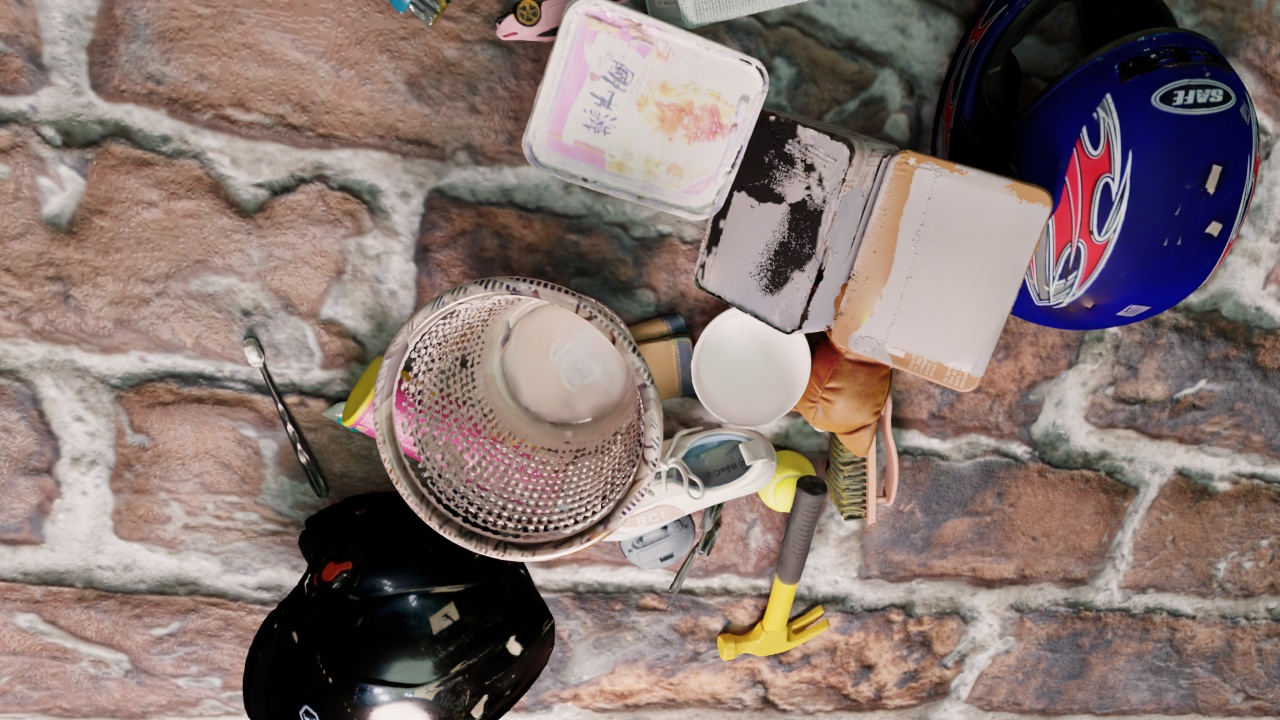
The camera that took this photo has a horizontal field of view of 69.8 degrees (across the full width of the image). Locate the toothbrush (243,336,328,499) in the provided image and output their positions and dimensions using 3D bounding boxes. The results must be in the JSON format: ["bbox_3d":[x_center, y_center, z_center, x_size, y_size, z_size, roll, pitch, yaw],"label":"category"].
[{"bbox_3d":[-0.330,0.059,0.860,0.015,0.018,0.181,-19,119,-8],"label":"toothbrush"}]

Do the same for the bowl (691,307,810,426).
[{"bbox_3d":[0.101,0.002,0.903,0.118,0.065,0.118,-1,97,-9],"label":"bowl"}]

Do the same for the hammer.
[{"bbox_3d":[0.164,0.237,1.015,0.128,0.032,0.301,-7,133,-12],"label":"hammer"}]

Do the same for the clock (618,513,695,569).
[{"bbox_3d":[0.009,0.163,0.970,0.082,0.055,0.122,-23,117,-2],"label":"clock"}]

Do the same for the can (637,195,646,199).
[{"bbox_3d":[-0.008,-0.210,0.791,0.074,0.049,0.148,-23,118,-2],"label":"can"}]

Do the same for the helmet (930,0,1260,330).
[{"bbox_3d":[0.400,-0.178,0.801,0.247,0.240,0.316,-8,116,-12],"label":"helmet"}]

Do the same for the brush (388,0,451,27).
[{"bbox_3d":[-0.154,-0.331,0.694,0.073,0.055,0.144,27,106,-24],"label":"brush"}]

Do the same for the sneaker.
[{"bbox_3d":[0.012,0.119,0.891,0.242,0.090,0.089,-16,76,10],"label":"sneaker"}]

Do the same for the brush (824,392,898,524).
[{"bbox_3d":[0.242,0.101,0.994,0.073,0.063,0.146,-8,115,-5],"label":"brush"}]

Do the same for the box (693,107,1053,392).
[{"bbox_3d":[0.189,-0.098,0.781,0.105,0.261,0.179,-9,122,-46],"label":"box"}]

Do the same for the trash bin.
[{"bbox_3d":[-0.084,0.028,0.784,0.227,0.191,0.227,2,104,7],"label":"trash bin"}]

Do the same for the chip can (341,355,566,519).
[{"bbox_3d":[-0.173,0.077,0.875,0.210,0.071,0.071,33,103,-26],"label":"chip can"}]

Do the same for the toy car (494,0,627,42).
[{"bbox_3d":[-0.058,-0.282,0.741,0.122,0.056,0.037,-19,114,-5],"label":"toy car"}]

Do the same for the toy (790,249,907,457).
[{"bbox_3d":[0.213,-0.011,0.908,0.130,0.140,0.200,-6,122,-54],"label":"toy"}]

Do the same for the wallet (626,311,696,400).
[{"bbox_3d":[-0.005,0.005,0.906,0.115,0.033,0.090,-13,118,-4],"label":"wallet"}]

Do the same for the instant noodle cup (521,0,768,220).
[{"bbox_3d":[0.000,-0.200,0.735,0.173,0.060,0.138,15,111,-19],"label":"instant noodle cup"}]

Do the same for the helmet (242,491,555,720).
[{"bbox_3d":[-0.219,0.263,0.865,0.273,0.230,0.234,-37,127,-40],"label":"helmet"}]

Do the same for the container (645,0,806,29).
[{"bbox_3d":[0.062,-0.316,0.724,0.111,0.090,0.090,-23,119,-15],"label":"container"}]

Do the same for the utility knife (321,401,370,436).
[{"bbox_3d":[-0.234,0.075,0.893,0.151,0.013,0.029,30,107,-27],"label":"utility knife"}]

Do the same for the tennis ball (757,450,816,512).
[{"bbox_3d":[0.156,0.129,0.984,0.065,0.065,0.065,-5,116,-12],"label":"tennis ball"}]

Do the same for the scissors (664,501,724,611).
[{"bbox_3d":[0.059,0.202,0.953,0.014,0.168,0.156,14,155,16],"label":"scissors"}]
